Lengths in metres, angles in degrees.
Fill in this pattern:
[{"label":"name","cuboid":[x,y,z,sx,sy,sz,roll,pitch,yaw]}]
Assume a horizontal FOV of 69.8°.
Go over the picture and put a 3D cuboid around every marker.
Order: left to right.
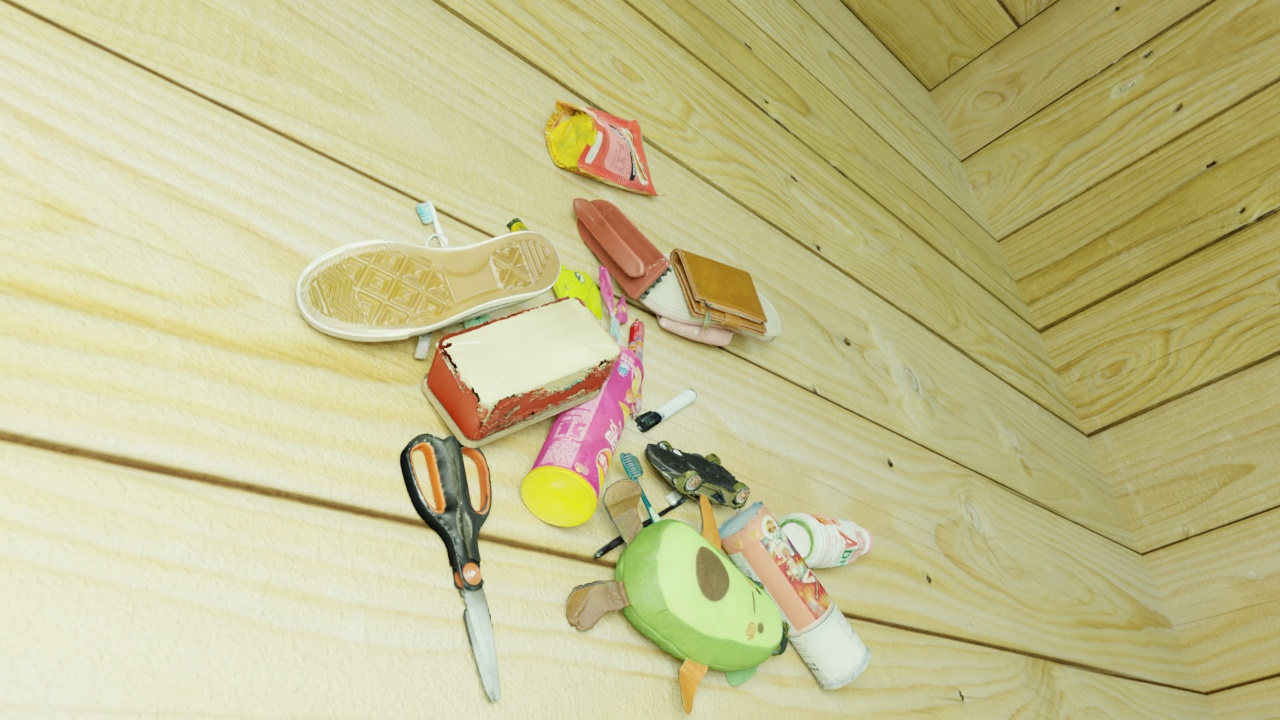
[{"label":"marker","cuboid":[0.032,0.056,1.086,0.022,0.018,0.130,50,32,7]}]

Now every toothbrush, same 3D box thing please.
[{"label":"toothbrush","cuboid":[-0.172,-0.063,0.907,0.027,0.026,0.224,-19,76,-20]},{"label":"toothbrush","cuboid":[0.001,0.168,0.950,0.018,0.016,0.180,55,31,8]},{"label":"toothbrush","cuboid":[0.027,0.178,0.948,0.191,0.018,0.016,63,33,-8]}]

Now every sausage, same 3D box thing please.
[{"label":"sausage","cuboid":[-0.006,0.006,1.076,0.020,0.020,0.155,35,38,-31]}]

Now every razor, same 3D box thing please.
[{"label":"razor","cuboid":[-0.152,-0.117,0.985,0.043,0.028,0.132,55,34,-9]}]

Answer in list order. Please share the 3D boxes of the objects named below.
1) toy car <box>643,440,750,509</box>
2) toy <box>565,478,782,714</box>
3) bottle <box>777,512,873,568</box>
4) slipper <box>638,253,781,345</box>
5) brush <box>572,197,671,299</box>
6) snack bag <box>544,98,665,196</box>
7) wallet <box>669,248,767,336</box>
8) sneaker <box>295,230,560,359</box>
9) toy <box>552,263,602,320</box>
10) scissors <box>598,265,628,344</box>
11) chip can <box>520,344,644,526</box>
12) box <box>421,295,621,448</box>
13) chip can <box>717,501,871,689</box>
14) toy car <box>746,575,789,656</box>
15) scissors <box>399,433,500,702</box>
[{"label":"toy car","cuboid":[0.062,0.129,1.029,0.158,0.042,0.070,23,15,-42]},{"label":"toy","cuboid":[0.047,0.226,0.890,0.246,0.090,0.226,34,49,-26]},{"label":"bottle","cuboid":[0.241,0.231,1.172,0.196,0.068,0.068,15,51,-52]},{"label":"slipper","cuboid":[0.085,-0.073,1.232,0.274,0.055,0.114,11,51,-41]},{"label":"brush","cuboid":[-0.030,-0.144,1.114,0.146,0.063,0.069,51,12,26]},{"label":"snack bag","cuboid":[-0.041,-0.289,1.252,0.207,0.073,0.128,-3,69,-60]},{"label":"wallet","cuboid":[0.107,-0.085,1.187,0.130,0.035,0.119,14,48,-37]},{"label":"sneaker","cuboid":[-0.191,-0.064,0.829,0.240,0.088,0.118,-15,85,-32]},{"label":"toy","cuboid":[-0.069,-0.059,1.038,0.096,0.031,0.099,46,37,-25]},{"label":"scissors","cuboid":[-0.032,-0.052,1.065,0.133,0.017,0.125,-79,154,-56]},{"label":"chip can","cuboid":[-0.051,0.068,0.914,0.071,0.072,0.210,46,33,-17]},{"label":"box","cuboid":[-0.102,0.003,0.835,0.167,0.080,0.091,-23,65,-41]},{"label":"chip can","cuboid":[0.172,0.265,1.042,0.214,0.071,0.071,54,32,-3]},{"label":"toy car","cuboid":[0.129,0.281,1.002,0.091,0.036,0.043,55,31,-1]},{"label":"scissors","cuboid":[-0.133,0.165,0.767,0.136,0.022,0.235,-18,77,-57]}]
